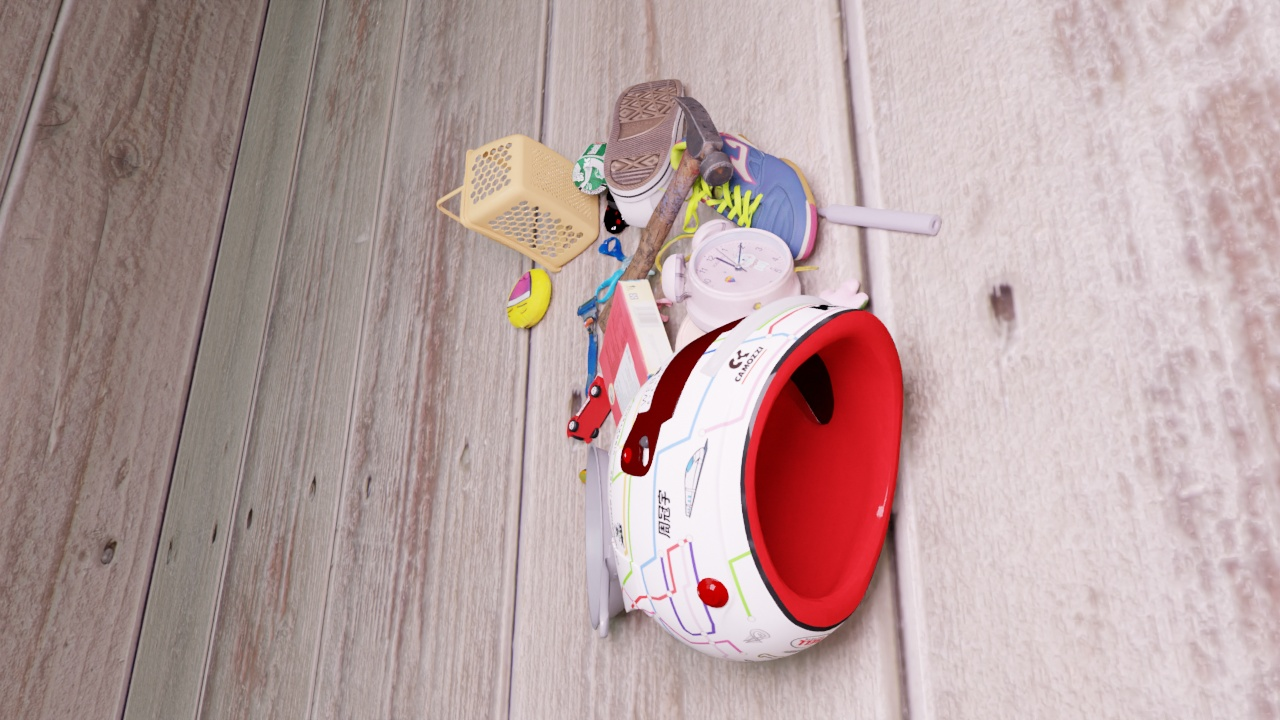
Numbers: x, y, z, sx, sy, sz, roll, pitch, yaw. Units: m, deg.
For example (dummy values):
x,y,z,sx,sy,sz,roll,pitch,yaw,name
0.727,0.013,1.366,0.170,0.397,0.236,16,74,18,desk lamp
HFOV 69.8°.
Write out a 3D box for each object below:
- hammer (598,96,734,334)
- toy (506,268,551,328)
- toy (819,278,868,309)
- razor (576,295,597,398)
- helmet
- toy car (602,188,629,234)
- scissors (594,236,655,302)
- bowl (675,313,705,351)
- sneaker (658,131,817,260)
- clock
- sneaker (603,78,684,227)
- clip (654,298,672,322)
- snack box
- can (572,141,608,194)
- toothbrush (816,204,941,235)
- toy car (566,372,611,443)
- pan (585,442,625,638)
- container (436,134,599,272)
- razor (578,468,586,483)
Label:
x,y,z,sx,sy,sz,roll,pitch,yaw,name
0.012,-0.147,1.066,0.331,0.033,0.120,-59,41,47,hammer
-0.162,-0.091,1.336,0.096,0.041,0.094,-16,59,49,toy
0.187,-0.029,0.900,0.096,0.041,0.108,-11,61,49,toy
-0.065,-0.014,1.209,0.044,0.018,0.140,-28,59,49,razor
0.086,0.098,0.806,0.236,0.230,0.314,8,92,53,helmet
-0.027,-0.215,1.229,0.042,0.036,0.092,36,103,50,toy car
-0.022,-0.135,1.210,0.130,0.014,0.118,-35,50,35,scissors
0.089,-0.016,0.978,0.153,0.076,0.152,-23,58,43,bowl
0.104,-0.179,1.007,0.241,0.091,0.116,-125,38,-48,sneaker
0.088,-0.087,0.930,0.158,0.059,0.116,28,58,31,clock
0.015,-0.262,1.172,0.091,0.097,0.244,-5,49,13,sneaker
0.016,-0.058,1.129,0.060,0.023,0.045,-21,60,40,clip
-0.006,0.006,1.063,0.145,0.040,0.142,107,153,-48,snack box
-0.060,-0.262,1.245,0.053,0.053,0.101,-48,12,26,can
0.218,-0.146,0.923,0.188,0.018,0.019,20,85,52,toothbrush
-0.059,0.062,1.152,0.090,0.038,0.025,-57,37,17,toy car
-0.033,0.200,0.930,0.356,0.050,0.201,-139,49,-79,pan
-0.169,-0.214,1.283,0.167,0.183,0.129,-21,59,36,container
-0.028,0.146,1.095,0.144,0.021,0.044,3,96,49,razor
